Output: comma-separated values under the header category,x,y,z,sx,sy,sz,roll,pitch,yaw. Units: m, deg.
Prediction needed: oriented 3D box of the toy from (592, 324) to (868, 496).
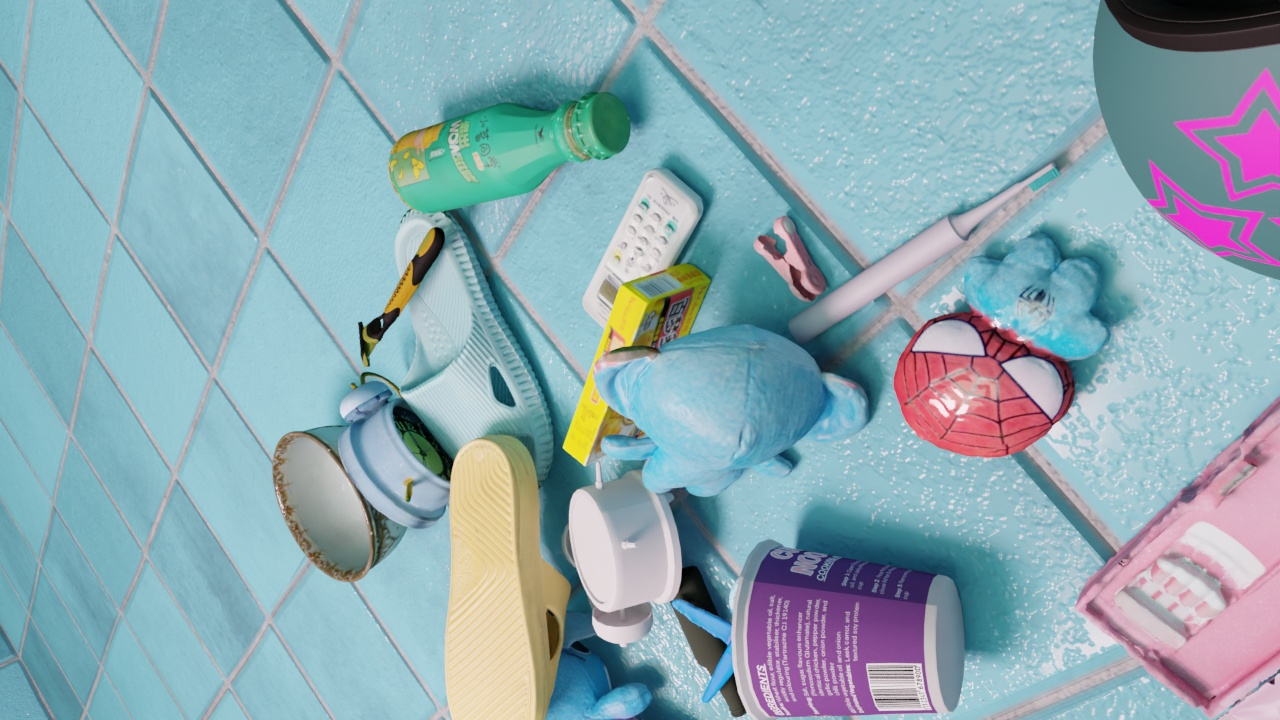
category,x,y,z,sx,sy,sz,roll,pitch,yaw
toy,0.051,0.035,0.626,0.181,0.183,0.114,112,162,-58

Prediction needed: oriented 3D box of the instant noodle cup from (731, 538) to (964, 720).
category,x,y,z,sx,sy,sz,roll,pitch,yaw
instant noodle cup,0.144,0.186,0.604,0.122,0.121,0.137,-5,131,30

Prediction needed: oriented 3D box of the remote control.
category,x,y,z,sx,sy,sz,roll,pitch,yaw
remote control,0.001,-0.075,0.665,0.050,0.022,0.134,44,129,17

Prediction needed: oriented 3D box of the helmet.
category,x,y,z,sx,sy,sz,roll,pitch,yaw
helmet,0.303,-0.109,0.295,0.275,0.200,0.176,-3,61,53

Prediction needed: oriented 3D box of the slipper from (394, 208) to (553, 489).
category,x,y,z,sx,sy,sz,roll,pitch,yaw
slipper,-0.157,-0.001,0.793,0.116,0.069,0.276,-19,94,39

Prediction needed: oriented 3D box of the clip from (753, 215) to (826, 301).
category,x,y,z,sx,sy,sz,roll,pitch,yaw
clip,0.094,-0.063,0.597,0.045,0.023,0.059,-10,99,45

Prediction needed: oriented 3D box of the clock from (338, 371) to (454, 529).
category,x,y,z,sx,sy,sz,roll,pitch,yaw
clock,-0.216,0.077,0.830,0.060,0.118,0.162,-39,63,10

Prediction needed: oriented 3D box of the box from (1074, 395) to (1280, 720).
category,x,y,z,sx,sy,sz,roll,pitch,yaw
box,0.353,0.107,0.441,0.179,0.039,0.233,44,129,23

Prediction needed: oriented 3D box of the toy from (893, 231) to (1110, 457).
category,x,y,z,sx,sy,sz,roll,pitch,yaw
toy,0.200,-0.004,0.510,0.092,0.062,0.133,33,113,17

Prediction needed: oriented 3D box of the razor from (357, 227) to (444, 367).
category,x,y,z,sx,sy,sz,roll,pitch,yaw
razor,-0.203,-0.057,0.775,0.144,0.021,0.044,-50,40,28

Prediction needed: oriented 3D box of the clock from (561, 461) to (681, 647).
category,x,y,z,sx,sy,sz,roll,pitch,yaw
clock,-0.017,0.156,0.729,0.160,0.061,0.119,105,147,-43

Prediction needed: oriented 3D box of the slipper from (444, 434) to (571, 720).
category,x,y,z,sx,sy,sz,roll,pitch,yaw
slipper,-0.106,0.193,0.768,0.100,0.078,0.263,-5,87,36

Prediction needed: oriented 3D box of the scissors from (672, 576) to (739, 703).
category,x,y,z,sx,sy,sz,roll,pitch,yaw
scissors,0.080,0.216,0.701,0.125,0.013,0.126,29,102,5

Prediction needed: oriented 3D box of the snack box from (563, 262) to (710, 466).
category,x,y,z,sx,sy,sz,roll,pitch,yaw
snack box,-0.004,0.004,0.665,0.025,0.075,0.153,38,127,24

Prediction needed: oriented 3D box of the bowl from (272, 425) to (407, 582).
category,x,y,z,sx,sy,sz,roll,pitch,yaw
bowl,-0.285,0.131,0.928,0.160,0.093,0.160,15,116,34

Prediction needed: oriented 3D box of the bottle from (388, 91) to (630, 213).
category,x,y,z,sx,sy,sz,roll,pitch,yaw
bottle,-0.100,-0.156,0.685,0.210,0.067,0.068,-2,105,39

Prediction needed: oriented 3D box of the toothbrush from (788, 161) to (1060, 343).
category,x,y,z,sx,sy,sz,roll,pitch,yaw
toothbrush,0.161,-0.061,0.544,0.188,0.018,0.019,-36,85,41

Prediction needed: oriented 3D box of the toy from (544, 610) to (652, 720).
category,x,y,z,sx,sy,sz,roll,pitch,yaw
toy,-0.058,0.334,0.818,0.191,0.098,0.225,42,118,18

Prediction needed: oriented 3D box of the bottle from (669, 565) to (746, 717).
category,x,y,z,sx,sy,sz,roll,pitch,yaw
bottle,0.055,0.226,0.732,0.033,0.032,0.123,-22,93,42
